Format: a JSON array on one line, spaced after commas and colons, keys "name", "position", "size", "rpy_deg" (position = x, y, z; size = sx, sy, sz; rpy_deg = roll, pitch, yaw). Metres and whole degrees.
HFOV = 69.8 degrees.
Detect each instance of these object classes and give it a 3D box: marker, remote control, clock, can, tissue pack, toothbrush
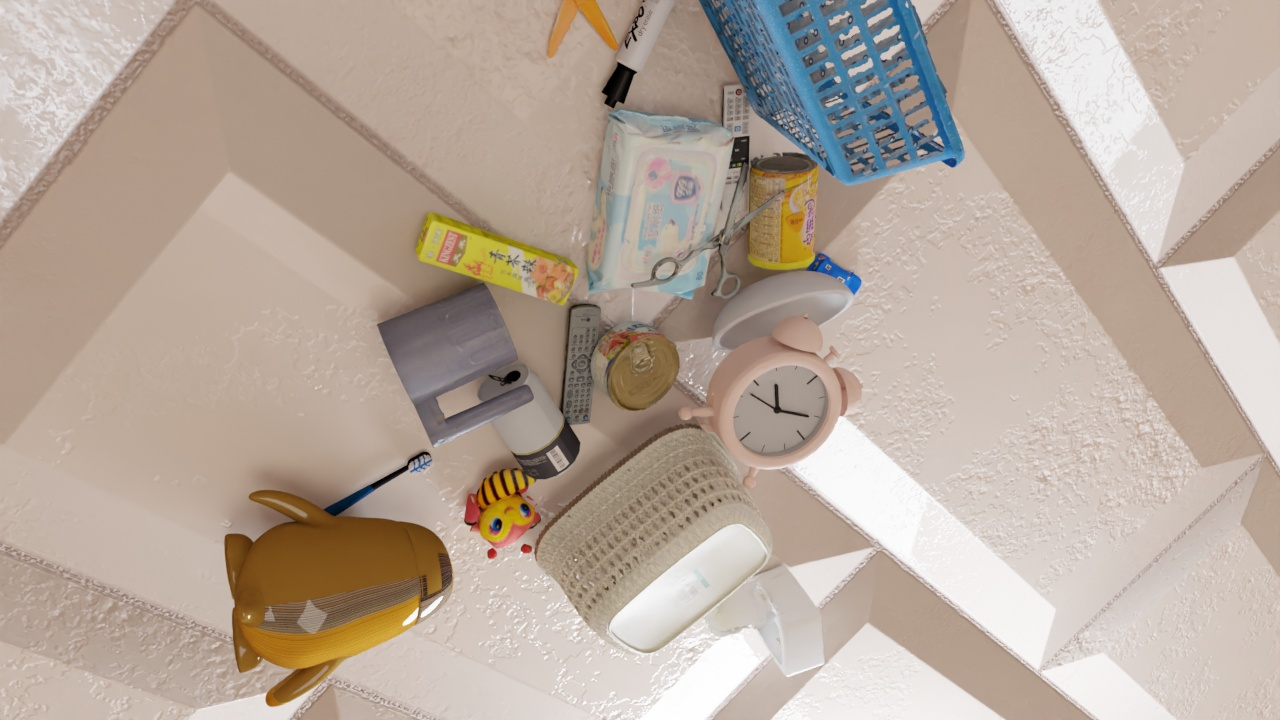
[{"name": "marker", "position": [0.000, -0.282, 0.806], "size": [0.025, 0.025, 0.126], "rpy_deg": [19, 108, -29]}, {"name": "remote control", "position": [0.091, -0.205, 0.891], "size": [0.028, 0.012, 0.124], "rpy_deg": [-11, 120, -17]}, {"name": "clock", "position": [0.134, 0.037, 0.937], "size": [0.161, 0.086, 0.131], "rpy_deg": [-38, 118, 11]}, {"name": "can", "position": [-0.006, 0.005, 0.935], "size": [0.086, 0.043, 0.086], "rpy_deg": [-17, 124, -26]}, {"name": "tissue pack", "position": [0.015, -0.141, 0.860], "size": [0.112, 0.070, 0.182], "rpy_deg": [-1, 117, -22]}, {"name": "can", "position": [0.140, -0.146, 0.908], "size": [0.067, 0.067, 0.105], "rpy_deg": [-11, 119, -16]}, {"name": "can", "position": [-0.113, 0.058, 0.915], "size": [0.064, 0.064, 0.127], "rpy_deg": [-31, 123, -4]}, {"name": "toothbrush", "position": [-0.284, 0.138, 0.919], "size": [0.167, 0.014, 0.014], "rpy_deg": [-30, 134, -6]}, {"name": "remote control", "position": [-0.062, 0.006, 0.938], "size": [0.033, 0.013, 0.137], "rpy_deg": [-4, 117, -21]}]

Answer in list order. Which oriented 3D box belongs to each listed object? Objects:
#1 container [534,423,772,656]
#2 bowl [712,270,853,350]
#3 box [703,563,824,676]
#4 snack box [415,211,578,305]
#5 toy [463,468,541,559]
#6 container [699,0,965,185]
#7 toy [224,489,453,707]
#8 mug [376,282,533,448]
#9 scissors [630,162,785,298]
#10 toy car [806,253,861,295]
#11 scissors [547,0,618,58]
[{"name": "container", "position": [0.021, 0.199, 0.997], "size": [0.246, 0.143, 0.184], "rpy_deg": [-41, 137, 2]}, {"name": "bowl", "position": [0.140, -0.058, 0.939], "size": [0.149, 0.043, 0.150], "rpy_deg": [-15, 165, -4]}, {"name": "box", "position": [0.142, 0.325, 1.133], "size": [0.136, 0.108, 0.126], "rpy_deg": [-19, 120, -14]}, {"name": "snack box", "position": [-0.131, -0.093, 0.850], "size": [0.148, 0.029, 0.040], "rpy_deg": [16, 109, -28]}, {"name": "toy", "position": [-0.143, 0.157, 0.968], "size": [0.084, 0.046, 0.103], "rpy_deg": [1, 112, -16]}, {"name": "container", "position": [0.095, -0.306, 0.699], "size": [0.089, 0.257, 0.362], "rpy_deg": [-33, 123, 5]}, {"name": "toy", "position": [-0.284, 0.214, 0.885], "size": [0.203, 0.163, 0.198], "rpy_deg": [-5, 89, -28]}, {"name": "mug", "position": [-0.167, 0.003, 0.842], "size": [0.104, 0.084, 0.124], "rpy_deg": [-25, 92, -11]}, {"name": "scissors", "position": [0.065, -0.108, 0.851], "size": [0.173, 0.014, 0.142], "rpy_deg": [-24, 135, -17]}, {"name": "toy car", "position": [0.212, -0.084, 0.973], "size": [0.092, 0.062, 0.033], "rpy_deg": [26, 104, -31]}, {"name": "scissors", "position": [-0.058, -0.317, 0.772], "size": [0.127, 0.011, 0.125], "rpy_deg": [18, 107, -27]}]
